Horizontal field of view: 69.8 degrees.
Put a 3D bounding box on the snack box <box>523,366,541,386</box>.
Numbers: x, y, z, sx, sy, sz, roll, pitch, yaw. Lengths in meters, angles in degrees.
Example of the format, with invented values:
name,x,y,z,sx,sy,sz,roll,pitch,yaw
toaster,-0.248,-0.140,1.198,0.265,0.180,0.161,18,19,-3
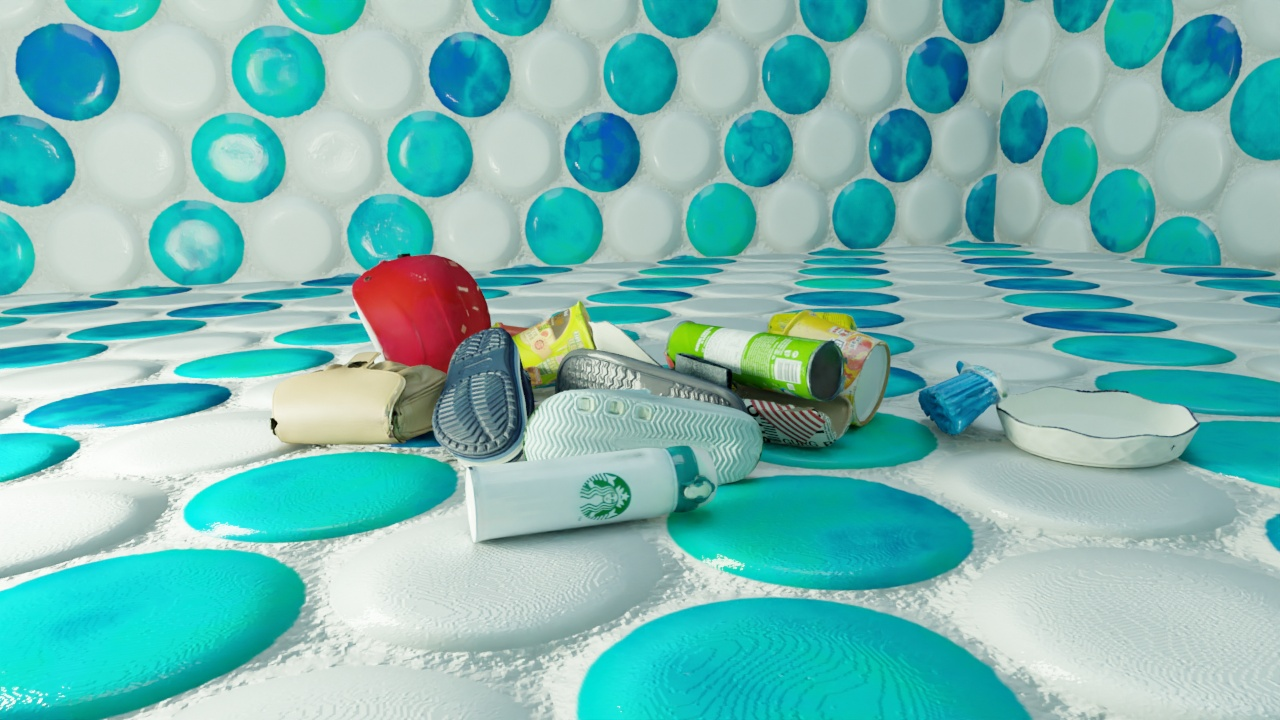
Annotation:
name,x,y,z,sx,sy,sz,roll,pitch,yaw
snack box,-0.215,0.035,1.246,0.156,0.027,0.077,-11,-1,-2

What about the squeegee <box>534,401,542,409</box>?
name,x,y,z,sx,sy,sz,roll,pitch,yaw
squeegee,-0.149,0.054,1.213,0.249,0.040,0.248,-10,-2,-15

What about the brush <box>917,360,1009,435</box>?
name,x,y,z,sx,sy,sz,roll,pitch,yaw
brush,0.396,0.035,1.143,0.109,0.060,0.314,-31,-3,4

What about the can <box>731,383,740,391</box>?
name,x,y,z,sx,sy,sz,roll,pitch,yaw
can,0.108,0.017,1.246,0.083,0.057,0.102,2,-20,26

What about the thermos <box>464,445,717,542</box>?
name,x,y,z,sx,sy,sz,roll,pitch,yaw
thermos,-0.042,0.117,0.830,0.224,0.073,0.073,-5,12,-16

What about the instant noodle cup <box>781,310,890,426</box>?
name,x,y,z,sx,sy,sz,roll,pitch,yaw
instant noodle cup,0.240,0.015,1.143,0.110,0.138,0.137,16,20,33

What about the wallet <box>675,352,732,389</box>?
name,x,y,z,sx,sy,sz,roll,pitch,yaw
wallet,0.073,0.047,1.075,0.019,0.097,0.121,-5,12,-25

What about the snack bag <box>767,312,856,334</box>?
name,x,y,z,sx,sy,sz,roll,pitch,yaw
snack bag,0.277,-0.032,1.501,0.158,0.068,0.246,1,13,11

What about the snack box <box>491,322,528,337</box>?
name,x,y,z,sx,sy,sz,roll,pitch,yaw
snack box,-0.191,-0.009,1.405,0.080,0.091,0.082,3,10,-12

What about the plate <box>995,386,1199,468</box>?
name,x,y,z,sx,sy,sz,roll,pitch,yaw
plate,0.506,0.073,1.027,0.205,0.045,0.204,-1,11,0

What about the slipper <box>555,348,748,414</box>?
name,x,y,z,sx,sy,sz,roll,pitch,yaw
slipper,0.016,0.057,1.062,0.268,0.110,0.083,13,2,34

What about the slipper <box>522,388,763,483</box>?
name,x,y,z,sx,sy,sz,roll,pitch,yaw
slipper,0.002,0.076,0.946,0.245,0.104,0.074,3,15,-2

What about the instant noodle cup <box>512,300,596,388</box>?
name,x,y,z,sx,sy,sz,roll,pitch,yaw
instant noodle cup,-0.125,-0.013,1.327,0.123,0.112,0.111,-20,11,4

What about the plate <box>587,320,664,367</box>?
name,x,y,z,sx,sy,sz,roll,pitch,yaw
plate,-0.007,0.007,1.251,0.164,0.034,0.164,40,-8,-13

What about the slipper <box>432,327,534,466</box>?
name,x,y,z,sx,sy,sz,roll,pitch,yaw
slipper,-0.179,0.054,1.090,0.105,0.095,0.252,-25,33,5

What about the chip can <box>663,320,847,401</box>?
name,x,y,z,sx,sy,sz,roll,pitch,yaw
chip can,0.131,-0.002,1.088,0.072,0.072,0.236,-11,14,-38

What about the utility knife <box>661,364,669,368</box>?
name,x,y,z,sx,sy,sz,roll,pitch,yaw
utility knife,0.009,0.014,1.442,0.183,0.013,0.029,-2,15,5

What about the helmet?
name,x,y,z,sx,sy,sz,roll,pitch,yaw
helmet,-0.287,-0.064,1.328,0.144,0.207,0.239,-15,15,15

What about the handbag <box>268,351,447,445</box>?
name,x,y,z,sx,sy,sz,roll,pitch,yaw
handbag,-0.340,0.048,1.116,0.205,0.100,0.147,-2,14,12

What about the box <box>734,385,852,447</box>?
name,x,y,z,sx,sy,sz,roll,pitch,yaw
box,0.163,0.056,1.072,0.162,0.076,0.086,3,43,37
